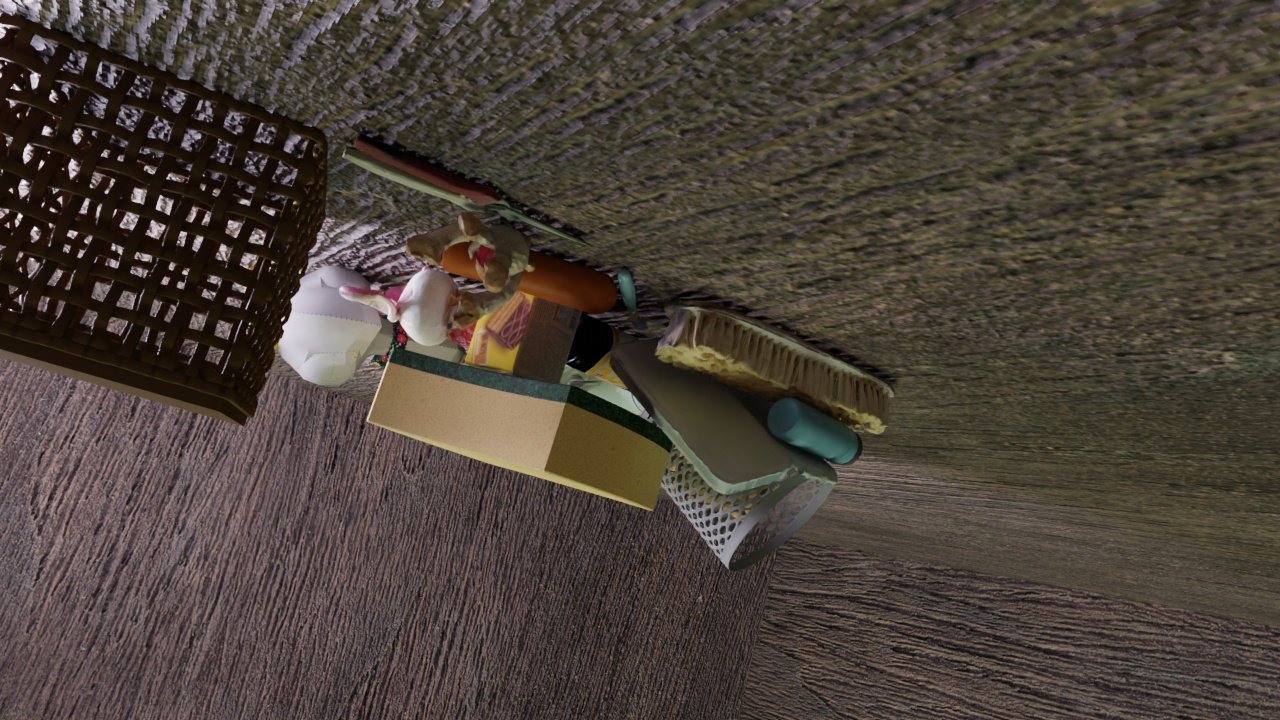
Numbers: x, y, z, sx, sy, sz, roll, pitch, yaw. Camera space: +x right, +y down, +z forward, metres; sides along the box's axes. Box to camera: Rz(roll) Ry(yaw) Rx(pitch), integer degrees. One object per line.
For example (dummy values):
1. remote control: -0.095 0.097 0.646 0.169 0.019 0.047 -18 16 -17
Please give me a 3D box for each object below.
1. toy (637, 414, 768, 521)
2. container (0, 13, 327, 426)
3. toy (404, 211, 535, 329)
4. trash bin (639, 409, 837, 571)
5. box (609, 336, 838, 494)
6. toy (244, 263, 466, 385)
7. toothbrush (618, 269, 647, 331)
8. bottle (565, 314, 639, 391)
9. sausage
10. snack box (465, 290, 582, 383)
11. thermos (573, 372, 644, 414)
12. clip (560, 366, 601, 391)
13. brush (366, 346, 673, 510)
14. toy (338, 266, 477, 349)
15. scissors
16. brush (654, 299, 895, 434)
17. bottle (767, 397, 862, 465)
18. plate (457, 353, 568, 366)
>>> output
1. toy: 0.065 0.117 1.187 0.203 0.199 0.162 9 -149 19
2. container: -0.396 -0.085 0.734 0.219 0.214 0.252 19 168 -16
3. toy: -0.126 -0.086 0.745 0.085 0.074 0.105 48 -151 3
4. trash bin: 0.098 0.113 1.025 0.183 0.156 0.156 47 -177 26
5. box: 0.086 0.050 0.902 0.192 0.061 0.209 1 -144 -39
6. toy: -0.338 -0.035 1.091 0.267 0.141 0.247 10 174 -16
7. toothbrush: -0.008 -0.056 0.863 0.022 0.016 0.155 46 174 14
8. bottle: -0.006 0.006 1.036 0.181 0.059 0.059 24 165 -37
9. sausage: -0.100 -0.078 0.815 0.164 0.039 0.044 16 174 -3
10. snack box: -0.111 -0.029 0.895 0.061 0.105 0.083 9 167 30
11. thermos: -0.027 0.037 1.191 0.068 0.068 0.231 23 167 -31
12. clip: -0.138 0.032 1.149 0.125 0.074 0.143 -5 -179 40
13. brush: -0.112 0.068 0.892 0.251 0.075 0.195 11 168 31
14. toy: -0.205 -0.054 0.972 0.194 0.084 0.159 10 -173 9
15. scissors: -0.126 -0.126 0.693 0.188 0.015 0.146 12 167 7
16. brush: 0.134 0.009 0.875 0.271 0.056 0.083 22 164 -29
17. bottle: 0.172 0.072 0.882 0.040 0.040 0.130 4 164 44
18. plate: -0.118 -0.003 1.129 0.186 0.016 0.187 1 177 -32
